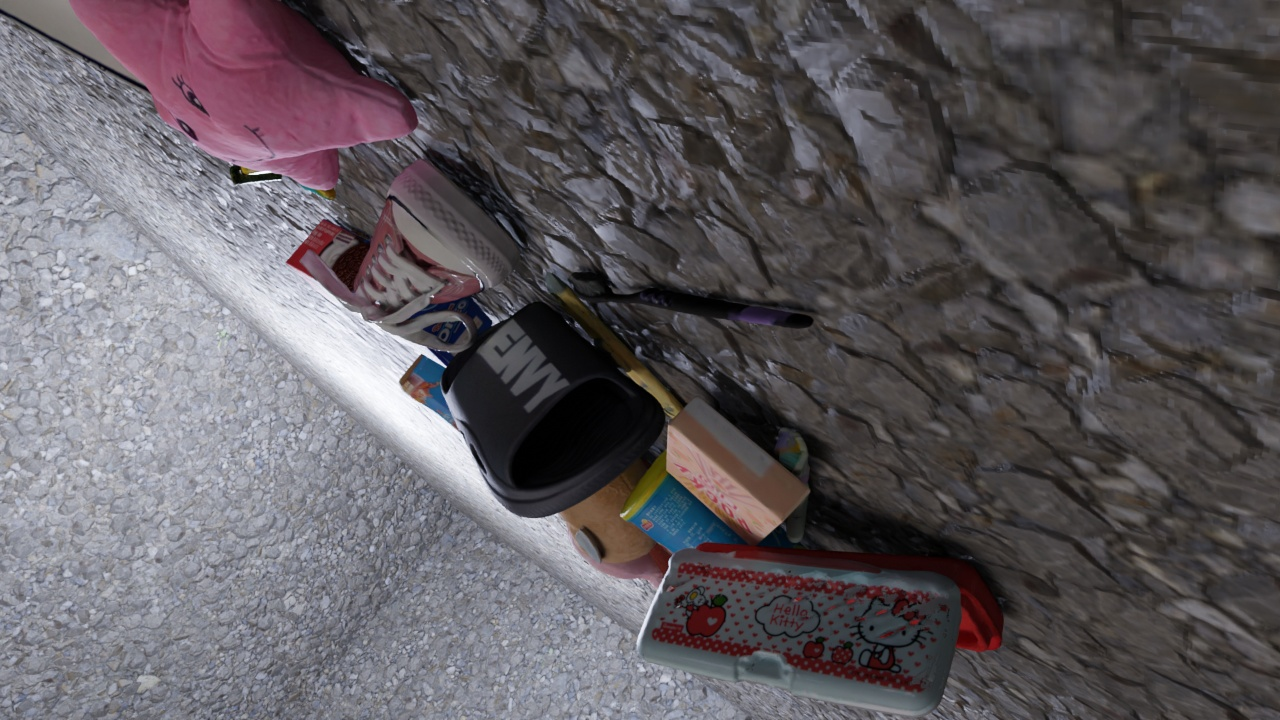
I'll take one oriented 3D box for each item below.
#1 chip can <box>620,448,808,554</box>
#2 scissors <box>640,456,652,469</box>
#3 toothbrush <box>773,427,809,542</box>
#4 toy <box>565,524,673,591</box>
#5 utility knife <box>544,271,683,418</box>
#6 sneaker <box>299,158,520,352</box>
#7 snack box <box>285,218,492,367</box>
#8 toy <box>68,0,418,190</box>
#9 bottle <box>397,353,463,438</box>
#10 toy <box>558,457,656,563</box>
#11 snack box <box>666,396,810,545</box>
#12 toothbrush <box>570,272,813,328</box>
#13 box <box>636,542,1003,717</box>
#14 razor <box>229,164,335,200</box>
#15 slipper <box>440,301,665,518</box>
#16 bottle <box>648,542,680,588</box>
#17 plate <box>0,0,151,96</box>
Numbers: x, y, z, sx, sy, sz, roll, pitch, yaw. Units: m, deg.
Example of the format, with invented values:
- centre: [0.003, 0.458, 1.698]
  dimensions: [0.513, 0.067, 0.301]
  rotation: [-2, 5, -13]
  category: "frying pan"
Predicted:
- centre: [0.088, 0.154, 0.699]
  dimensions: [0.210, 0.071, 0.071]
  rotation: [38, 163, -3]
  category: "chip can"
- centre: [0.045, 0.135, 0.835]
  dimensions: [0.189, 0.015, 0.225]
  rotation: [45, 161, -21]
  category: "scissors"
- centre: [0.100, 0.089, 0.596]
  dimensions: [0.190, 0.020, 0.029]
  rotation: [70, -178, -63]
  category: "toothbrush"
- centre: [-0.014, 0.198, 1.004]
  dimensions: [0.159, 0.054, 0.121]
  rotation: [33, -156, -21]
  category: "toy"
- centre: [-0.004, 0.004, 0.600]
  dimensions: [0.178, 0.019, 0.031]
  rotation: [41, 169, -26]
  category: "utility knife"
- centre: [-0.150, -0.058, 0.602]
  dimensions: [0.118, 0.087, 0.241]
  rotation: [43, 163, -14]
  category: "sneaker"
- centre: [-0.218, -0.061, 0.788]
  dimensions: [0.208, 0.058, 0.057]
  rotation: [25, 162, 36]
  category: "snack box"
- centre: [-0.230, -0.157, 0.507]
  dimensions: [0.178, 0.074, 0.195]
  rotation: [32, 158, -32]
  category: "toy"
- centre: [-0.161, 0.072, 1.001]
  dimensions: [0.218, 0.065, 0.065]
  rotation: [40, 163, -8]
  category: "bottle"
- centre: [-0.061, 0.073, 0.773]
  dimensions: [0.144, 0.082, 0.226]
  rotation: [-8, 117, 55]
  category: "toy"
- centre: [0.056, 0.075, 0.581]
  dimensions: [0.084, 0.026, 0.157]
  rotation: [40, 168, 12]
  category: "snack box"
- centre: [0.016, -0.032, 0.463]
  dimensions: [0.189, 0.014, 0.017]
  rotation: [14, 139, 53]
  category: "toothbrush"
- centre: [0.107, 0.169, 0.563]
  dimensions: [0.201, 0.100, 0.095]
  rotation: [-5, 136, 41]
  category: "box"
- centre: [-0.283, -0.148, 0.740]
  dimensions: [0.133, 0.043, 0.028]
  rotation: [21, 115, 40]
  category: "razor"
- centre: [-0.085, 0.014, 0.594]
  dimensions: [0.083, 0.110, 0.268]
  rotation: [53, 169, -28]
  category: "slipper"
- centre: [0.044, 0.206, 0.950]
  dimensions: [0.206, 0.059, 0.060]
  rotation: [41, 163, 4]
  category: "bottle"
- centre: [-0.376, -0.262, 0.551]
  dimensions: [0.266, 0.034, 0.162]
  rotation: [29, 152, 0]
  category: "plate"
